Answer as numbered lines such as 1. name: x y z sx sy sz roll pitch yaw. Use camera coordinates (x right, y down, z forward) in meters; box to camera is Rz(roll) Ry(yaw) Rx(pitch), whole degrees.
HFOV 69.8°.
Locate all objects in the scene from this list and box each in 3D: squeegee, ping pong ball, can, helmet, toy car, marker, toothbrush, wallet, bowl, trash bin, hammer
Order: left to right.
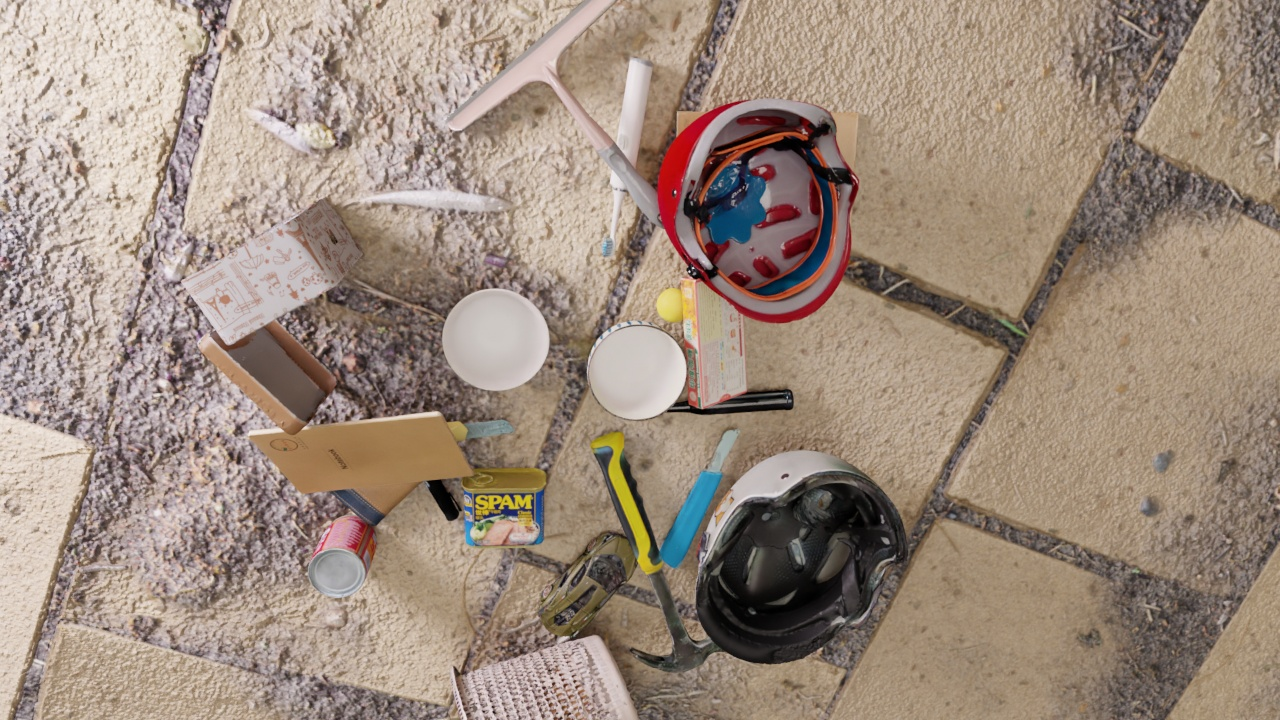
1. can: -0.354 0.232 1.098 0.066 0.093 0.066 -2 107 -6
2. wallet: -0.312 0.135 1.106 0.115 0.033 0.090 -42 109 6
3. marker: -0.248 0.144 1.100 0.022 0.020 0.132 -32 129 -16
4. bowl: -0.165 -0.031 1.052 0.118 0.064 0.118 -2 108 -6
5. can: -0.166 0.181 1.123 0.102 0.057 0.083 0 109 -6
6. trash bin: -0.108 0.450 1.143 0.192 0.227 0.227 -22 108 -12
7. toy car: -0.066 0.287 1.175 0.070 0.042 0.158 38 97 -16
8. squeegee: -0.043 -0.239 0.992 0.248 0.040 0.249 -37 102 10
9. toothbrush: -0.018 -0.223 1.029 0.026 0.027 0.221 -7 114 -47
10. bowl: -0.006 0.006 1.080 0.116 0.066 0.116 -2 106 -6
11. hammer: 0.007 0.244 1.149 0.126 0.032 0.323 -22 100 -10
12. ping pong ball: 0.039 -0.065 1.076 0.040 0.040 0.040 -2 107 -6
13. toothbrush: 0.081 0.054 1.127 0.212 0.026 0.027 -3 73 -4
14. helmet: 0.115 -0.167 0.989 0.206 0.144 0.240 -32 120 -12
15. helmet: 0.180 0.219 1.120 0.230 0.156 0.275 22 114 -14

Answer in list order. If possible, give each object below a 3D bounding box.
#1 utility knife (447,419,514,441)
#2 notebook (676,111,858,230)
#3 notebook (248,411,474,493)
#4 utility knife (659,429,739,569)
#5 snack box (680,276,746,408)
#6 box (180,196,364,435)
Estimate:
1. utility knife: -0.252 0.091 1.082 0.206 0.021 0.031 -5 109 -8
2. notebook: 0.144 -0.210 1.059 0.211 0.012 0.149 -1 106 -6
3. notebook: -0.304 0.105 1.021 0.208 0.008 0.148 -6 146 2
4. utility knife: 0.076 0.175 1.164 0.034 0.018 0.205 22 105 -10
5. snack box: 0.088 -0.028 1.081 0.076 0.027 0.156 -18 112 -37
6. box: -0.358 -0.042 0.968 0.157 0.183 0.193 -30 109 3
